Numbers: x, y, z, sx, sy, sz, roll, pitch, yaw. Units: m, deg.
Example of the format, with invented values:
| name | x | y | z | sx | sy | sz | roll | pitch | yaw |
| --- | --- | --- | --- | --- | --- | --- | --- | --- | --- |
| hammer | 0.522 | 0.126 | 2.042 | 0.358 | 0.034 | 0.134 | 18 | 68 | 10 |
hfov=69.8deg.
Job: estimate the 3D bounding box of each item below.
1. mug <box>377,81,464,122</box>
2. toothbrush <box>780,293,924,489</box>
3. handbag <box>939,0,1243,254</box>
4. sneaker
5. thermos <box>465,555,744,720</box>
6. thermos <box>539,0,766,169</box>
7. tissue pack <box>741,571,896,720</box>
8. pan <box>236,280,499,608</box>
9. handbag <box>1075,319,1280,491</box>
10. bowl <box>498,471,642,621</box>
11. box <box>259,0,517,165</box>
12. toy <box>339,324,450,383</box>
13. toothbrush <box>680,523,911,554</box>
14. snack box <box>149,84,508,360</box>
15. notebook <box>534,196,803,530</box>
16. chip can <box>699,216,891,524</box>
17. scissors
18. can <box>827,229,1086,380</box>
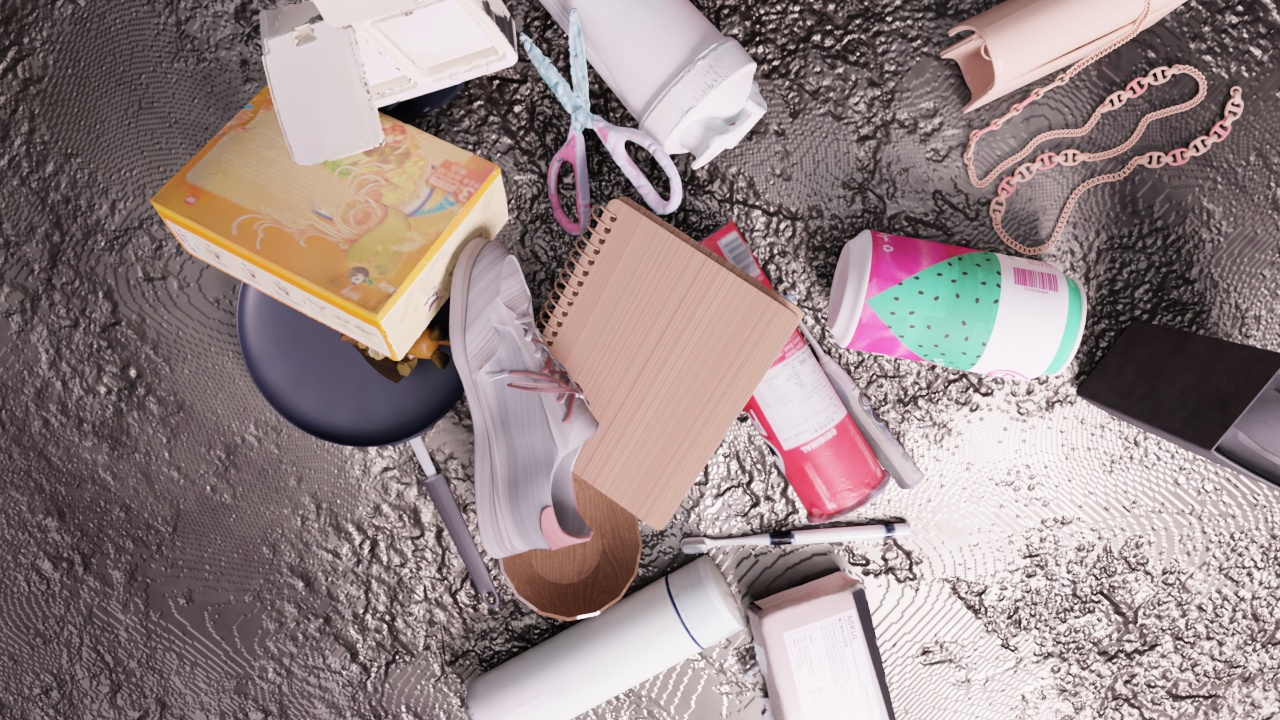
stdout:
| name | x | y | z | sx | sy | sz | roll | pitch | yaw |
| --- | --- | --- | --- | --- | --- | --- | --- | --- | --- |
| mug | -0.167 | -0.235 | 0.689 | 0.105 | 0.071 | 0.077 | -30 | 96 | -19 |
| toothbrush | 0.162 | 0.024 | 0.723 | 0.024 | 0.022 | 0.185 | -32 | 96 | 40 |
| handbag | 0.329 | -0.189 | 0.631 | 0.199 | 0.116 | 0.187 | -25 | 96 | 7 |
| sneaker | -0.073 | 0.028 | 0.658 | 0.089 | 0.099 | 0.236 | -3 | 102 | 12 |
| thermos | -0.029 | 0.239 | 0.745 | 0.230 | 0.068 | 0.068 | -31 | 95 | 7 |
| thermos | -0.003 | -0.242 | 0.662 | 0.099 | 0.099 | 0.220 | -41 | 90 | 8 |
| tissue pack | 0.144 | 0.270 | 0.745 | 0.104 | 0.071 | 0.181 | -17 | 99 | -9 |
| pan | -0.194 | 0.043 | 0.749 | 0.199 | 0.021 | 0.356 | -24 | 96 | 7 |
| handbag | 0.440 | 0.067 | 0.635 | 0.196 | 0.175 | 0.072 | 35 | 98 | -5 |
| bowl | -0.059 | 0.148 | 0.737 | 0.117 | 0.030 | 0.117 | 4 | 75 | -16 |
| box | -0.169 | -0.183 | 0.540 | 0.144 | 0.194 | 0.101 | -13 | 75 | 16 |
| toy | -0.176 | -0.016 | 0.694 | 0.100 | 0.062 | 0.076 | 12 | 118 | 20 |
| toothbrush | 0.125 | 0.145 | 0.745 | 0.187 | 0.017 | 0.012 | -5 | 101 | 4 |
| snack box | -0.215 | -0.104 | 0.661 | 0.195 | 0.081 | 0.144 | 26 | 65 | 13 |
| notebook | -0.004 | 0.004 | 0.688 | 0.169 | 0.022 | 0.211 | 34 | 117 | 9 |
| chip can | 0.100 | 0.008 | 0.699 | 0.073 | 0.073 | 0.233 | -31 | 94 | 8 |
| scissors | -0.027 | -0.164 | 0.662 | 0.159 | 0.014 | 0.173 | 20 | 127 | 30 |
| can | 0.228 | -0.040 | 0.675 | 0.166 | 0.088 | 0.088 | 11 | 99 | 2 |
